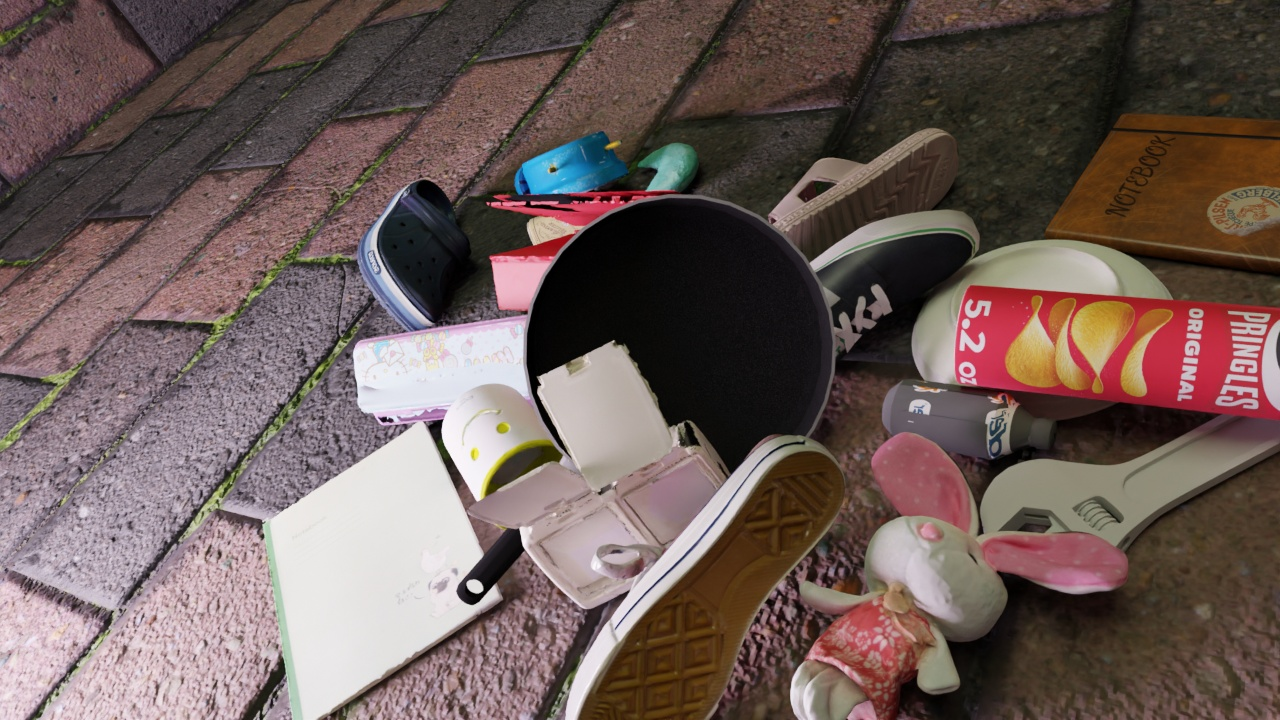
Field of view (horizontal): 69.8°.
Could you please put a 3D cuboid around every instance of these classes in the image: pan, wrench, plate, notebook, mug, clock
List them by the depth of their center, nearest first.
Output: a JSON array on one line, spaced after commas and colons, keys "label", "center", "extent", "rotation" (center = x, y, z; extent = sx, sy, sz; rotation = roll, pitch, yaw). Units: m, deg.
[{"label": "wrench", "center": [0.339, 0.053, 0.567], "extent": [0.273, 0.018, 0.086], "rotation": [-28, 39, -2]}, {"label": "plate", "center": [0.291, -0.034, 0.675], "extent": [0.182, 0.034, 0.182], "rotation": [-17, 41, 15]}, {"label": "pan", "center": [-0.015, 0.043, 0.678], "extent": [0.356, 0.225, 0.034], "rotation": [-49, 4, 4]}, {"label": "notebook", "center": [0.468, -0.133, 0.692], "extent": [0.250, 0.014, 0.178], "rotation": [18, 58, 42]}, {"label": "mug", "center": [-0.108, 0.077, 0.753], "extent": [0.082, 0.082, 0.106], "rotation": [-36, 39, -9]}, {"label": "notebook", "center": [-0.231, 0.168, 0.783], "extent": [0.182, 0.010, 0.252], "rotation": [-33, 39, -5]}, {"label": "clock", "center": [-0.083, -0.213, 1.047], "extent": [0.116, 0.060, 0.161], "rotation": [-28, 14, -18]}]

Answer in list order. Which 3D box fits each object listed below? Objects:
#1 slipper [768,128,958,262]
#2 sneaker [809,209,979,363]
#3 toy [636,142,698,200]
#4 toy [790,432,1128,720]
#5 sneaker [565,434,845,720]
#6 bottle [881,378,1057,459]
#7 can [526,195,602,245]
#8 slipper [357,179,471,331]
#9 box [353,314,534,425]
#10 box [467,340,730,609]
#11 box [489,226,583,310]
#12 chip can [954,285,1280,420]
[{"label": "slipper", "center": [0.175, -0.128, 0.801], "extent": [0.239, 0.094, 0.064], "rotation": [-34, 43, -16]}, {"label": "sneaker", "center": [0.156, -0.037, 0.720], "extent": [0.236, 0.084, 0.079], "rotation": [-25, 47, 19]}, {"label": "toy", "center": [0.027, -0.206, 1.020], "extent": [0.085, 0.033, 0.105], "rotation": [-19, 40, 29]}, {"label": "toy", "center": [0.157, 0.137, 0.531], "extent": [0.194, 0.084, 0.159], "rotation": [-40, 47, -15]}, {"label": "sneaker", "center": [0.030, 0.142, 0.577], "extent": [0.241, 0.118, 0.088], "rotation": [-53, 22, -3]}, {"label": "bottle", "center": [0.223, 0.041, 0.625], "extent": [0.113, 0.047, 0.046], "rotation": [8, 52, 37]}, {"label": "can", "center": [-0.083, -0.152, 1.019], "extent": [0.079, 0.038, 0.038], "rotation": [-20, 40, 11]}, {"label": "slipper", "center": [-0.246, -0.139, 1.047], "extent": [0.095, 0.105, 0.252], "rotation": [-25, 36, 15]}, {"label": "box", "center": [-0.169, 0.015, 0.860], "extent": [0.215, 0.096, 0.077], "rotation": [-7, 60, 24]}, {"label": "box", "center": [-0.022, 0.090, 0.596], "extent": [0.143, 0.191, 0.069], "rotation": [-31, 36, 7]}, {"label": "box", "center": [0.009, 0.010, 0.889], "extent": [0.214, 0.326, 0.152], "rotation": [6, 35, 34]}, {"label": "chip can", "center": [0.313, -0.005, 0.565], "extent": [0.221, 0.069, 0.069], "rotation": [7, 51, 29]}]
